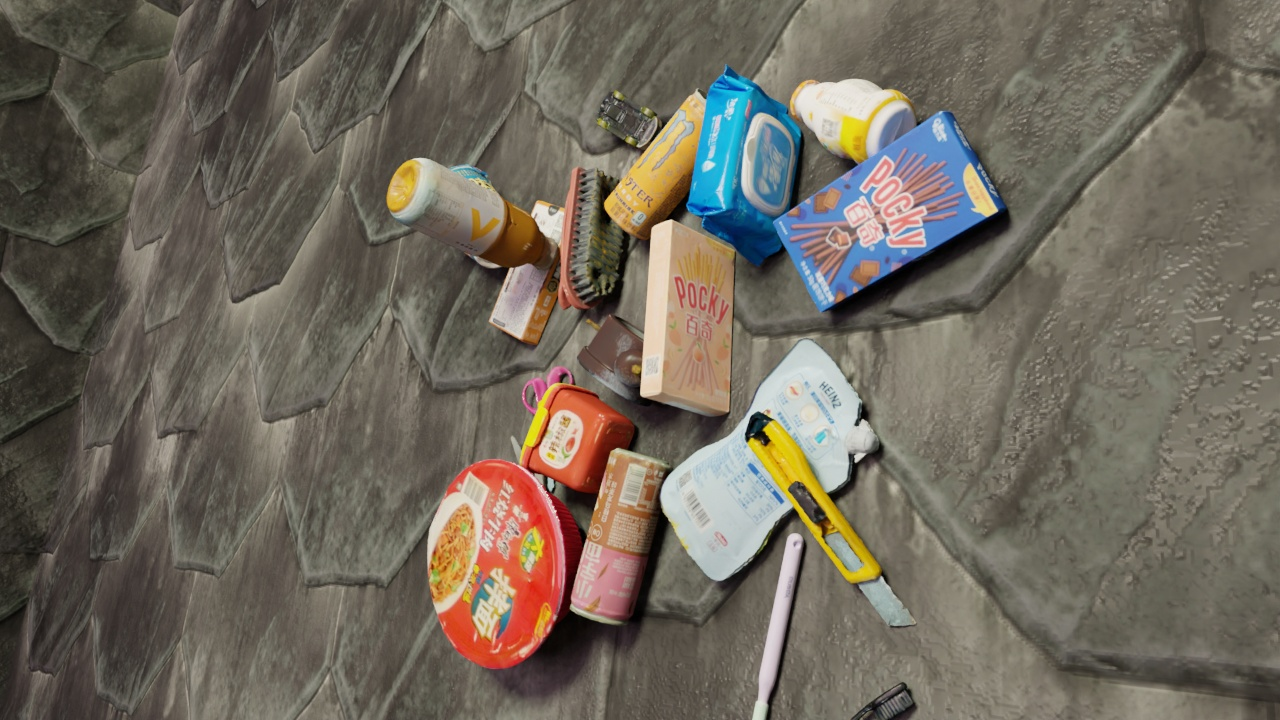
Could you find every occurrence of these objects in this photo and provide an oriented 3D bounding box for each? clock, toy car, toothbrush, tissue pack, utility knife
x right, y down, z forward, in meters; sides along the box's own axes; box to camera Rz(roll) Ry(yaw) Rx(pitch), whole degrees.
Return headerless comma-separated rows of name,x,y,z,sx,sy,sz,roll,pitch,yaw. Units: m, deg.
clock,-0.005,0.005,0.839,0.055,0.082,0.122,-56,42,6
toy car,-0.010,-0.253,0.973,0.090,0.035,0.042,41,107,40
toothbrush,0.100,0.225,0.695,0.021,0.029,0.189,132,151,-79
tissue pack,0.093,-0.170,0.792,0.052,0.095,0.157,-2,72,44
utility knife,0.135,0.114,0.673,0.033,0.015,0.193,-48,62,25
toothbrush,0.123,0.287,0.652,0.190,0.014,0.017,-49,59,23

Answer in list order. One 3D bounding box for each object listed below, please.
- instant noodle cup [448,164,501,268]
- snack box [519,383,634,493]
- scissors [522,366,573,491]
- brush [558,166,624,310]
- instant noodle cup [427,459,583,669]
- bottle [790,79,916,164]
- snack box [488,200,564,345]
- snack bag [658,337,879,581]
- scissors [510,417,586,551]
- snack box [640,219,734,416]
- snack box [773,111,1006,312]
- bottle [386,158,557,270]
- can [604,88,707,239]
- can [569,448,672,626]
instant noodle cup,-0.193,-0.166,1.092,0.110,0.099,0.099,44,108,38
snack box,-0.057,0.077,0.873,0.080,0.082,0.091,25,95,34
scissors,-0.084,0.069,0.948,0.077,0.017,0.137,-32,59,25
brush,-0.055,-0.122,0.952,0.069,0.063,0.145,-8,72,48
instant noodle cup,-0.121,0.190,0.877,0.194,0.065,0.193,-5,82,40
bottle,0.169,-0.198,0.745,0.108,0.063,0.063,41,106,45
snack box,-0.116,-0.099,1.032,0.075,0.026,0.154,27,96,47
snack bag,0.099,0.082,0.734,0.191,0.038,0.110,-46,49,23
scissors,-0.098,0.147,0.927,0.171,0.014,0.159,18,90,46
snack box,0.043,-0.036,0.801,0.026,0.084,0.157,-13,66,46
snack box,0.185,-0.110,0.701,0.158,0.026,0.084,-32,81,35
bottle,-0.164,-0.141,0.935,0.068,0.189,0.068,-18,63,38
can,0.029,-0.188,0.890,0.146,0.058,0.058,-48,47,23
can,-0.017,0.155,0.812,0.058,0.057,0.147,11,83,47
